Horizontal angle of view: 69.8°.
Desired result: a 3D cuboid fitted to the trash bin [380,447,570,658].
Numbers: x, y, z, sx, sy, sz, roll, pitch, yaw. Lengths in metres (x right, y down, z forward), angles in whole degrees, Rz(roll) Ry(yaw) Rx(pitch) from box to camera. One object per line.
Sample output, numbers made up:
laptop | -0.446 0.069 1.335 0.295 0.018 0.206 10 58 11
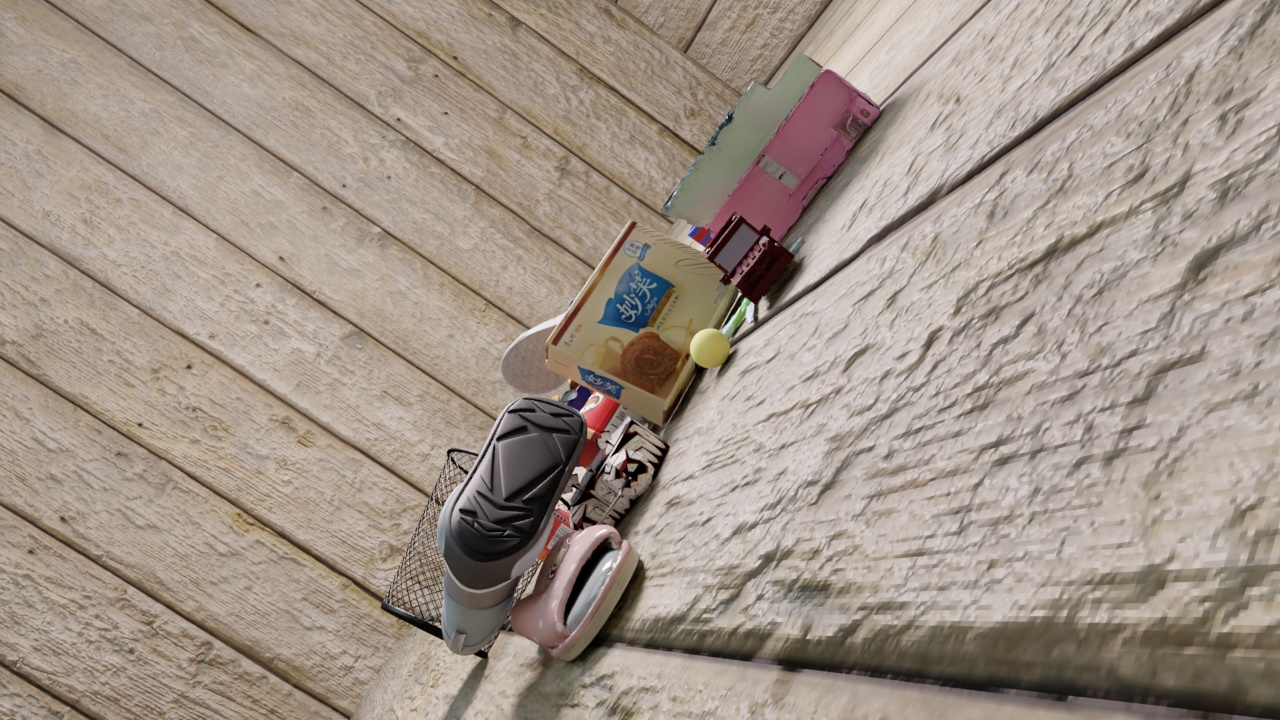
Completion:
trash bin | -0.212 0.248 1.163 0.209 0.184 0.184 -64 9 -21

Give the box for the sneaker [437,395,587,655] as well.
sneaker | -0.125 0.154 0.882 0.256 0.093 0.161 -68 -4 -59

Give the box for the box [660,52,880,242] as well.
box | 0.140 -0.229 1.031 0.231 0.160 0.061 -53 29 25

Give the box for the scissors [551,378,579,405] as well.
scissors | -0.108 0.057 1.266 0.176 0.016 0.225 -52 9 18

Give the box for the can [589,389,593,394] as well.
can | -0.007 0.007 1.201 0.120 0.067 0.067 -45 -1 -33

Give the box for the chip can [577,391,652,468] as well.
chip can | -0.005 0.030 1.078 0.212 0.087 0.087 -58 6 -29

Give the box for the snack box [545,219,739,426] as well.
snack box | 0.007 -0.048 1.043 0.206 0.153 0.055 -59 -11 -30

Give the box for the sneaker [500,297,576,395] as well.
sneaker | -0.092 -0.036 1.241 0.236 0.089 0.087 -28 22 27

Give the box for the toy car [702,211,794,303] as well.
toy car | 0.109 -0.112 0.956 0.070 0.062 0.169 -52 9 11

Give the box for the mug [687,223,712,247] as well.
mug | 0.121 -0.190 1.318 0.075 0.076 0.112 -55 6 4

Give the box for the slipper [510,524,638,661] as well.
slipper | -0.068 0.200 0.804 0.114 0.054 0.275 -58 6 -23

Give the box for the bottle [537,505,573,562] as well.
bottle | -0.124 0.172 0.999 0.062 0.137 0.062 -54 6 8

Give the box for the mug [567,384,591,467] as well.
mug | -0.072 0.096 1.265 0.111 0.083 0.079 -57 6 -12

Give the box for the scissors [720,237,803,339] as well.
scissors | 0.118 -0.063 0.976 0.173 0.021 0.171 -48 6 21

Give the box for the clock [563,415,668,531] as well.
clock | -0.032 0.117 0.914 0.115 0.065 0.154 -53 5 22

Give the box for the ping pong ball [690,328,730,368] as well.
ping pong ball | 0.070 -0.012 0.925 0.040 0.040 0.040 -55 6 8
